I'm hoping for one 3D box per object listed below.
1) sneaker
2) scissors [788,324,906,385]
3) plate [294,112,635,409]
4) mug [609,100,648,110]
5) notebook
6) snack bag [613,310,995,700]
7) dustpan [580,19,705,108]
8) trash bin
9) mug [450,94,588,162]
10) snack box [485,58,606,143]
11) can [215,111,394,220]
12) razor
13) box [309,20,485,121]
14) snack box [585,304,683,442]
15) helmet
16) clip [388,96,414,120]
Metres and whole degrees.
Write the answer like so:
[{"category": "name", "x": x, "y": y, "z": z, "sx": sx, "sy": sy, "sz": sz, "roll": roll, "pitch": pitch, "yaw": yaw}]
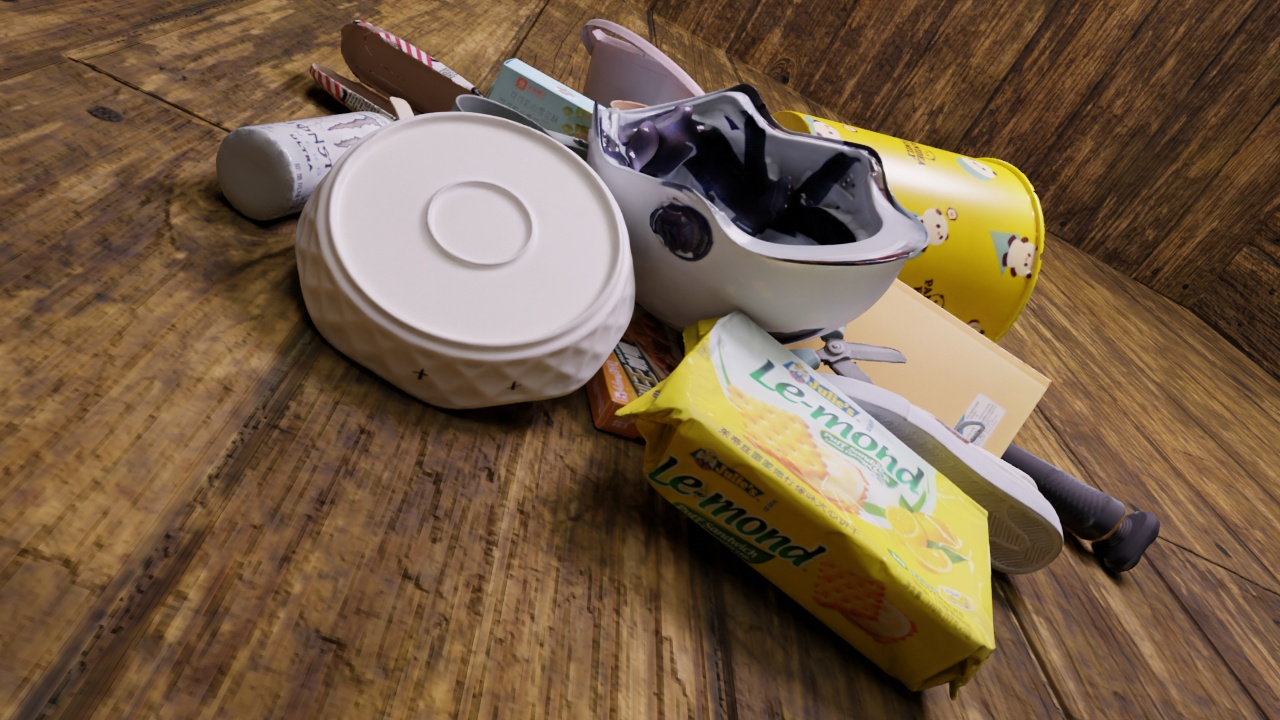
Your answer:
[{"category": "sneaker", "x": 0.202, "y": 0.065, "z": 0.681, "sx": 0.242, "sy": 0.090, "sz": 0.090, "roll": 29, "pitch": 33, "yaw": -9}, {"category": "scissors", "x": 0.113, "y": -0.016, "z": 0.735, "sx": 0.181, "sy": 0.019, "sz": 0.170, "roll": -18, "pitch": 47, "yaw": -16}, {"category": "plate", "x": -0.098, "y": -0.070, "z": 0.547, "sx": 0.204, "sy": 0.046, "sz": 0.204, "roll": 9, "pitch": 58, "yaw": -14}, {"category": "mug", "x": 0.014, "y": -0.187, "z": 0.909, "sx": 0.124, "sy": 0.104, "sz": 0.084, "roll": 15, "pitch": 28, "yaw": -11}, {"category": "notebook", "x": 0.218, "y": 0.012, "z": 0.769, "sx": 0.206, "sy": 0.145, "sz": 0.010, "roll": 36, "pitch": -15, "yaw": 13}, {"category": "snack bag", "x": 0.105, "y": 0.078, "z": 0.549, "sx": 0.246, "sy": 0.068, "sz": 0.157, "roll": 39, "pitch": 28, "yaw": 1}, {"category": "dustpan", "x": 0.043, "y": -0.302, "z": 1.101, "sx": 0.272, "sy": 0.139, "sz": 0.222, "roll": -1, "pitch": 27, "yaw": -45}, {"category": "trash bin", "x": 0.225, "y": -0.126, "z": 0.927, "sx": 0.255, "sy": 0.230, "sz": 0.229, "roll": 12, "pitch": 30, "yaw": -25}, {"category": "mug", "x": -0.103, "y": -0.129, "z": 0.692, "sx": 0.123, "sy": 0.104, "sz": 0.083, "roll": 4, "pitch": 36, "yaw": -46}, {"category": "snack box", "x": -0.078, "y": -0.241, "z": 0.965, "sx": 0.175, "sy": 0.074, "sz": 0.051, "roll": 27, "pitch": 26, "yaw": -7}, {"category": "can", "x": -0.220, "y": -0.137, "z": 0.631, "sx": 0.058, "sy": 0.058, "sz": 0.146, "roll": 33, "pitch": 25, "yaw": 4}, {"category": "razor", "x": 0.375, "y": 0.121, "z": 0.828, "sx": 0.167, "sy": 0.062, "sz": 0.067, "roll": 35, "pitch": -6, "yaw": 23}, {"category": "box", "x": -0.215, "y": -0.224, "z": 0.808, "sx": 0.163, "sy": 0.076, "sz": 0.087, "roll": 32, "pitch": 55, "yaw": 2}, {"category": "snack box", "x": -0.004, "y": 0.004, "z": 0.645, "sx": 0.075, "sy": 0.026, "sz": 0.153, "roll": 19, "pitch": 27, "yaw": -23}, {"category": "helmet", "x": 0.071, "y": -0.093, "z": 0.691, "sx": 0.259, "sy": 0.146, "sz": 0.228, "roll": 38, "pitch": 40, "yaw": 23}, {"category": "clip", "x": -0.180, "y": -0.165, "z": 0.739, "sx": 0.034, "sy": 0.066, "sz": 0.099, "roll": -7, "pitch": 55, "yaw": -52}]
